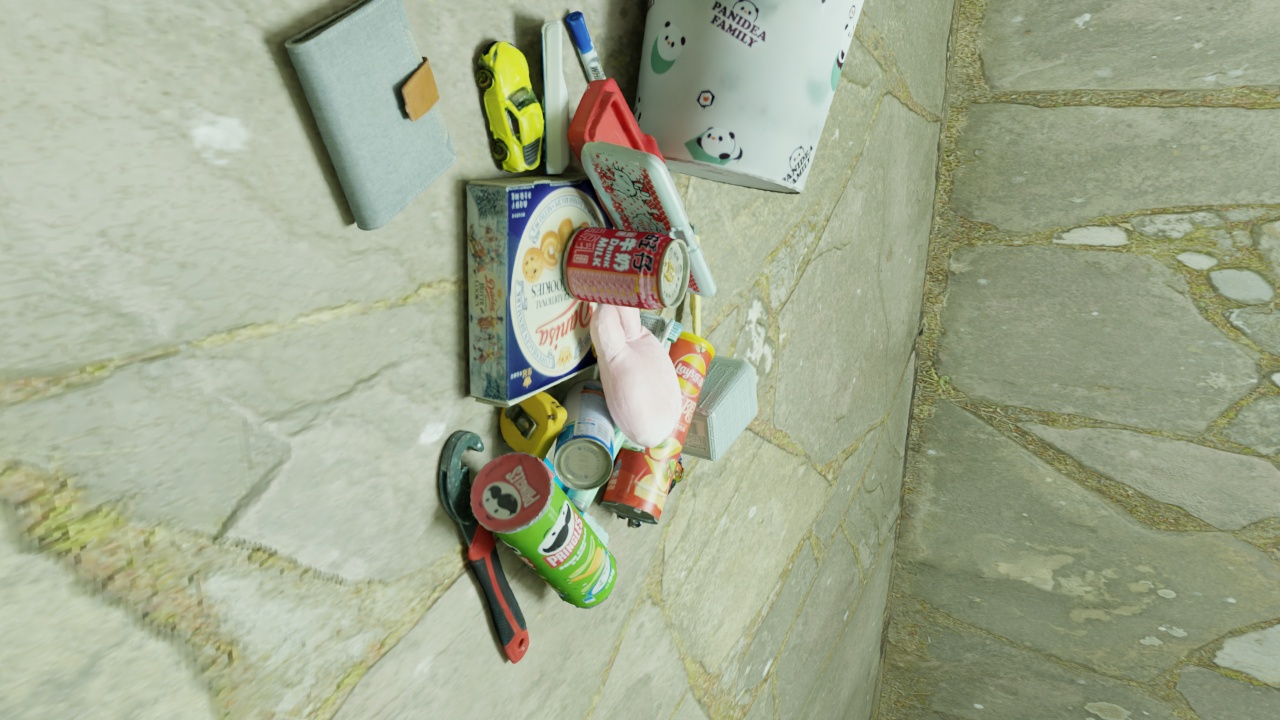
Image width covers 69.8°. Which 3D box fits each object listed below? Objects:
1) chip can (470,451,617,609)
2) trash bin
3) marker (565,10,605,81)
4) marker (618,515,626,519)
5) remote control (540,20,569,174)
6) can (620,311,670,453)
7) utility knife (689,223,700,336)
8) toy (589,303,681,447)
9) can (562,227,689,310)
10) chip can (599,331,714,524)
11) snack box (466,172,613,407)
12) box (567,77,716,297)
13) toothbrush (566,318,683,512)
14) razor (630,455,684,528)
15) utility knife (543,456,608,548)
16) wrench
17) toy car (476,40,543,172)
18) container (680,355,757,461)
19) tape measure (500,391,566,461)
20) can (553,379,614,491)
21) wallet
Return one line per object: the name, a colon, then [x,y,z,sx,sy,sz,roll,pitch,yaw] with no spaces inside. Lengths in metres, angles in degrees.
chip can: [-0.081,0.164,0.849,0.236,0.072,0.072,66,41,-57]
trash bin: [0.103,-0.310,0.924,0.229,0.230,0.252,-5,109,-63]
marker: [-0.039,-0.263,0.868,0.016,0.017,0.146,-65,150,-29]
marker: [0.002,0.134,1.096,0.123,0.015,0.018,-64,146,-26]
remote control: [-0.073,-0.224,0.785,0.049,0.024,0.125,-104,-167,-70]
can: [-0.006,0.023,0.989,0.058,0.058,0.146,25,76,-63]
utility knife: [0.069,-0.066,1.125,0.031,0.021,0.201,15,70,-75]
toy: [-0.005,0.005,0.875,0.159,0.054,0.121,69,25,-21]
can: [-0.011,-0.080,0.795,0.066,0.094,0.066,-34,128,-58]
chip can: [0.021,0.075,1.049,0.073,0.073,0.216,48,57,-58]
snack box: [-0.084,-0.070,0.812,0.177,0.046,0.183,-27,122,-60]
box: [0.015,-0.149,0.826,0.201,0.100,0.110,56,48,-55]
toothbrush: [-0.015,0.052,0.937,0.224,0.027,0.026,-62,-178,-16]
razor: [0.026,0.163,1.147,0.142,0.022,0.043,-47,137,-48]
utility knife: [-0.073,0.149,0.943,0.034,0.018,0.234,-67,150,-24]
wrench: [-0.137,0.180,0.828,0.056,0.016,0.274,-49,140,-46]
toy car: [-0.102,-0.205,0.745,0.048,0.032,0.105,-49,139,-46]
container: [0.083,0.061,1.153,0.111,0.090,0.090,-47,139,-44]
tape measure: [-0.099,0.055,0.813,0.060,0.057,0.028,-60,156,17]
can: [-0.051,0.066,0.860,0.134,0.053,0.053,-91,179,-67]
wallet: [-0.170,-0.168,0.612,0.106,0.037,0.130,-55,145,-41]
